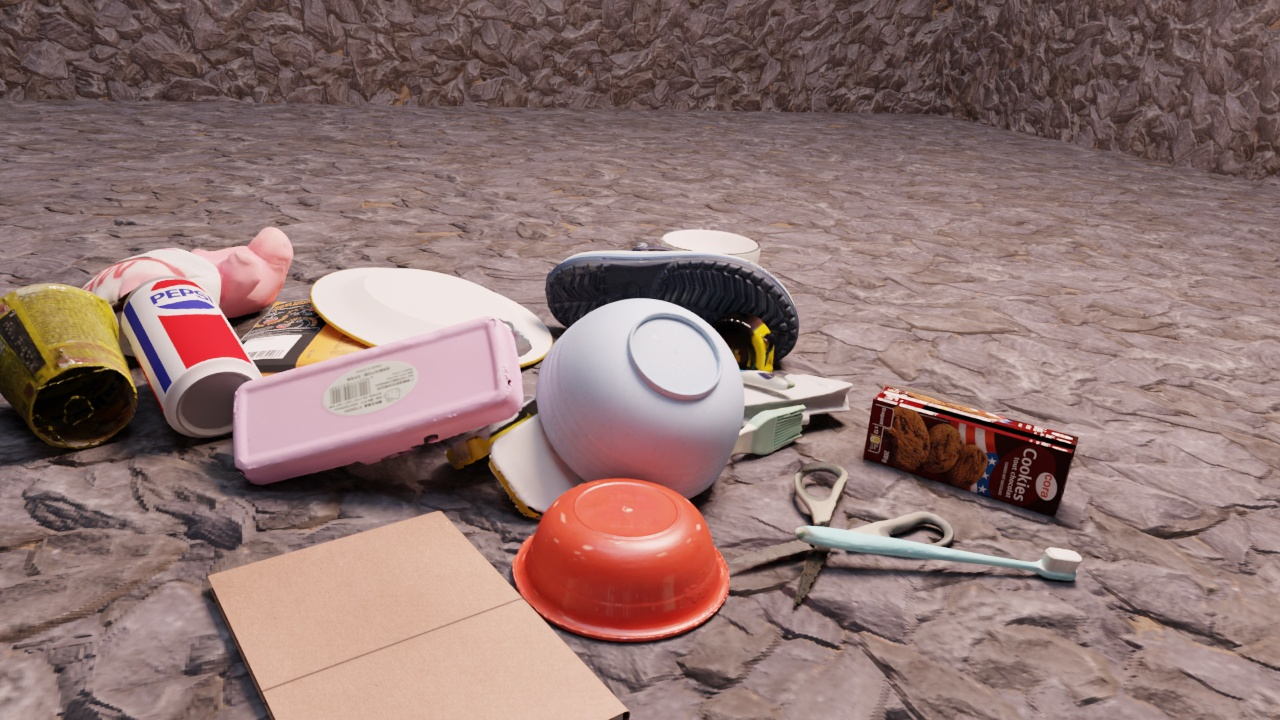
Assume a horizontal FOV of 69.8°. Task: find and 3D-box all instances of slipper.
[{"bbox_3d":[0.033,-0.067,0.904,0.253,0.105,0.095,9,23,12],"label":"slipper"}]

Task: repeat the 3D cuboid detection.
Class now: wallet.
[{"bbox_3d":[0.112,0.035,0.772,0.116,0.032,0.086,-7,13,-20],"label":"wallet"}]

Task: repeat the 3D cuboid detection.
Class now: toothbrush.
[{"bbox_3d":[0.185,0.118,0.572,0.180,0.017,0.016,7,32,-2],"label":"toothbrush"},{"bbox_3d":[0.070,0.005,0.803,0.016,0.017,0.189,-14,16,-30],"label":"toothbrush"}]

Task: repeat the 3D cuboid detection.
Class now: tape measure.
[{"bbox_3d":[0.089,-0.012,0.836,0.067,0.063,0.038,15,25,28],"label":"tape measure"}]

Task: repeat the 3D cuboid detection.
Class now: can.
[{"bbox_3d":[-0.341,-0.005,0.696,0.070,0.070,0.132,-14,43,-37],"label":"can"}]

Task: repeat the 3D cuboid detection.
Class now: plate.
[{"bbox_3d":[-0.193,-0.051,0.876,0.230,0.021,0.229,15,20,-6],"label":"plate"}]

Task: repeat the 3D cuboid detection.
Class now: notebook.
[{"bbox_3d":[-0.123,0.147,0.475,0.141,0.008,0.209,-12,27,-34],"label":"notebook"}]

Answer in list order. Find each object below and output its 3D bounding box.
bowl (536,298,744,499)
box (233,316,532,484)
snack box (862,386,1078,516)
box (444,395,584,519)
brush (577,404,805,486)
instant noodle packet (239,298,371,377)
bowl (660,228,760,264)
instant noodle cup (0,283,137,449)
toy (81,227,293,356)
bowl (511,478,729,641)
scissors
[{"bbox_3d":[0.011,0.014,0.624,0.150,0.075,0.150,13,52,-17],"label":"bowl"},{"bbox_3d":[-0.176,0.031,0.661,0.201,0.103,0.100,-15,65,4],"label":"box"},{"bbox_3d":[0.242,0.065,0.683,0.141,0.051,0.031,16,25,28],"label":"snack box"},{"bbox_3d":[-0.034,0.044,0.683,0.209,0.080,0.084,-31,-3,-36],"label":"box"},{"bbox_3d":[0.041,0.070,0.667,0.217,0.033,0.012,-15,28,-35],"label":"brush"},{"bbox_3d":[-0.282,-0.017,0.826,0.160,0.032,0.220,0,22,-3],"label":"instant noodle packet"},{"bbox_3d":[0.079,-0.108,1.070,0.116,0.066,0.116,3,22,-1],"label":"bowl"},{"bbox_3d":[-0.420,0.008,0.670,0.102,0.102,0.108,-15,38,-40],"label":"instant noodle cup"},{"bbox_3d":[-0.421,-0.062,0.841,0.142,0.084,0.212,-13,13,17],"label":"toy"},{"bbox_3d":[-0.010,0.107,0.544,0.130,0.045,0.130,4,22,-2],"label":"bowl"},{"bbox_3d":[0.130,0.110,0.602,0.157,0.013,0.169,3,26,-4],"label":"scissors"}]
